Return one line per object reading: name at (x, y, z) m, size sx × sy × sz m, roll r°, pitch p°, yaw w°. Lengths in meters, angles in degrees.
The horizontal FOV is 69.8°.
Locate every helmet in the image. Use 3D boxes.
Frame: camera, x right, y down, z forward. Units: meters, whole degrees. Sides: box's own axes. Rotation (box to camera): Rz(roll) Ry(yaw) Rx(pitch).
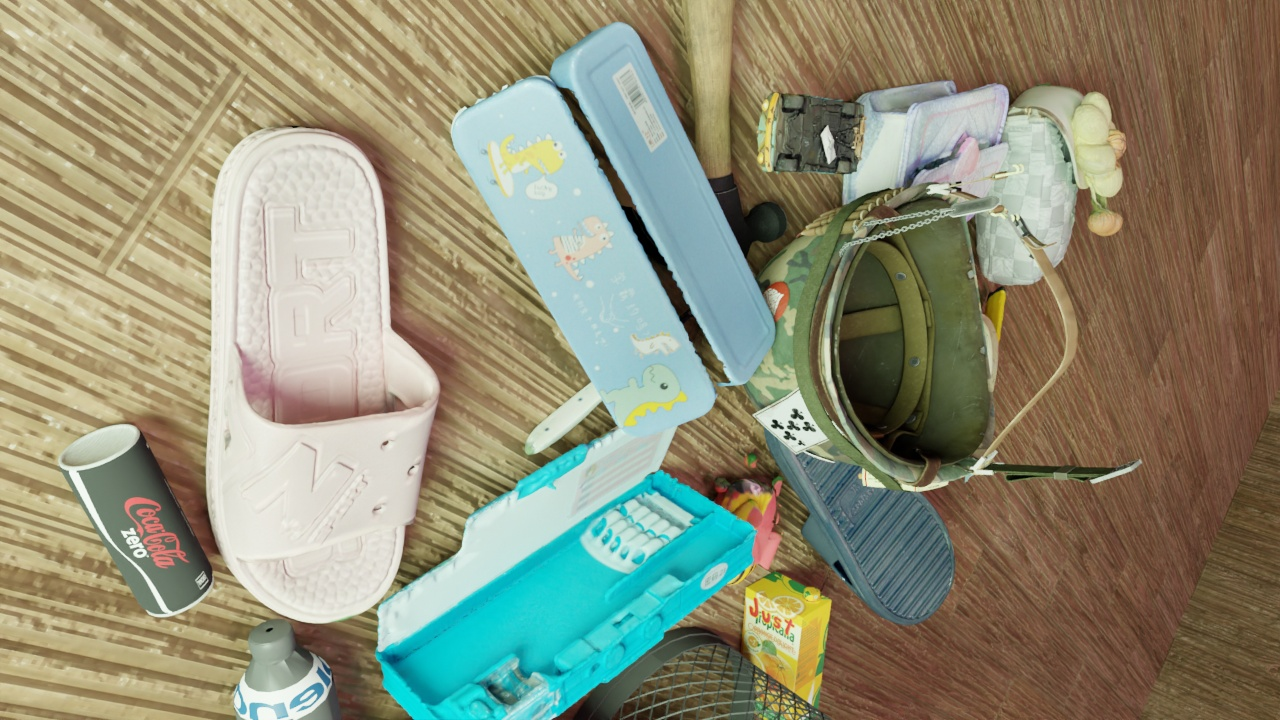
helmet at (0.174, -0.014, 0.591) m, size 0.223 × 0.237 × 0.193 m, roll -24°, pitch 104°, yaw -60°

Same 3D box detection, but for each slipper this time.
slipper at (0.169, 0.121, 0.771) m, size 0.101 × 0.083 × 0.263 m, roll -48°, pitch 114°, yaw -22°
slipper at (-0.141, 0.019, 0.414) m, size 0.094 × 0.064 × 0.239 m, roll -14°, pitch 113°, yaw -42°

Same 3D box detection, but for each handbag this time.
handbag at (0.230, -0.152, 0.731) m, size 0.158 × 0.069 × 0.127 m, roll -23°, pitch 122°, yaw -42°
handbag at (0.373, -0.154, 0.835) m, size 0.112 × 0.123 × 0.172 m, roll -39°, pitch 132°, yaw -49°

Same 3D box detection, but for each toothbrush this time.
toothbrush at (-0.003, 0.003, 0.586) m, size 0.188 × 0.016 × 0.017 m, roll -39°, pitch 140°, yaw -29°

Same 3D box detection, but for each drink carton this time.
drink carton at (0.120, 0.243, 0.772) m, size 0.041 × 0.058 × 0.122 m, roll -15°, pitch 115°, yaw -42°

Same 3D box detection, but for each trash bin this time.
trash bin at (0.083, 0.341, 0.646) m, size 0.217 × 0.228 × 0.218 m, roll -19°, pitch 118°, yaw -41°

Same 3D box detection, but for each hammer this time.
hammer at (0.036, -0.201, 0.536) m, size 0.132 × 0.040 × 0.306 m, roll -27°, pitch 122°, yaw -41°

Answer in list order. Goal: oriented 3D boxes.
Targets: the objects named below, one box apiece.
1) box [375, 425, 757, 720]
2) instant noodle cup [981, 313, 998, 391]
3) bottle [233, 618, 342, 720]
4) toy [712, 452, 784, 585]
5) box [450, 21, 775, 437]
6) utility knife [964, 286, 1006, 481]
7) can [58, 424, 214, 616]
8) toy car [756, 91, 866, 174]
box at (-0.038, 0.108, 0.528) m, size 0.226 × 0.097 × 0.117 m, roll -28°, pitch 128°, yaw -36°
instant noodle cup at (0.246, 0.017, 0.802) m, size 0.178 × 0.078 × 0.179 m, roll -19°, pitch 119°, yaw -40°
bottle at (-0.173, 0.178, 0.455) m, size 0.046 × 0.047 × 0.112 m, roll -22°, pitch 119°, yaw -39°
toy at (0.079, 0.129, 0.700) m, size 0.084 × 0.046 × 0.103 m, roll -39°, pitch 136°, yaw -47°
box at (-0.003, -0.062, 0.490) m, size 0.122 × 0.047 × 0.209 m, roll -36°, pitch 115°, yaw -14°
utility knife at (0.325, 0.017, 0.871) m, size 0.031 × 0.019 × 0.227 m, roll 115°, pitch 1°, yaw -57°
can at (-0.209, 0.068, 0.385) m, size 0.031 × 0.031 × 0.081 m, roll -33°, pitch 126°, yaw -34°
toy car at (0.097, -0.139, 0.566) m, size 0.111 × 0.047 × 0.047 m, roll -11°, pitch 108°, yaw -48°
